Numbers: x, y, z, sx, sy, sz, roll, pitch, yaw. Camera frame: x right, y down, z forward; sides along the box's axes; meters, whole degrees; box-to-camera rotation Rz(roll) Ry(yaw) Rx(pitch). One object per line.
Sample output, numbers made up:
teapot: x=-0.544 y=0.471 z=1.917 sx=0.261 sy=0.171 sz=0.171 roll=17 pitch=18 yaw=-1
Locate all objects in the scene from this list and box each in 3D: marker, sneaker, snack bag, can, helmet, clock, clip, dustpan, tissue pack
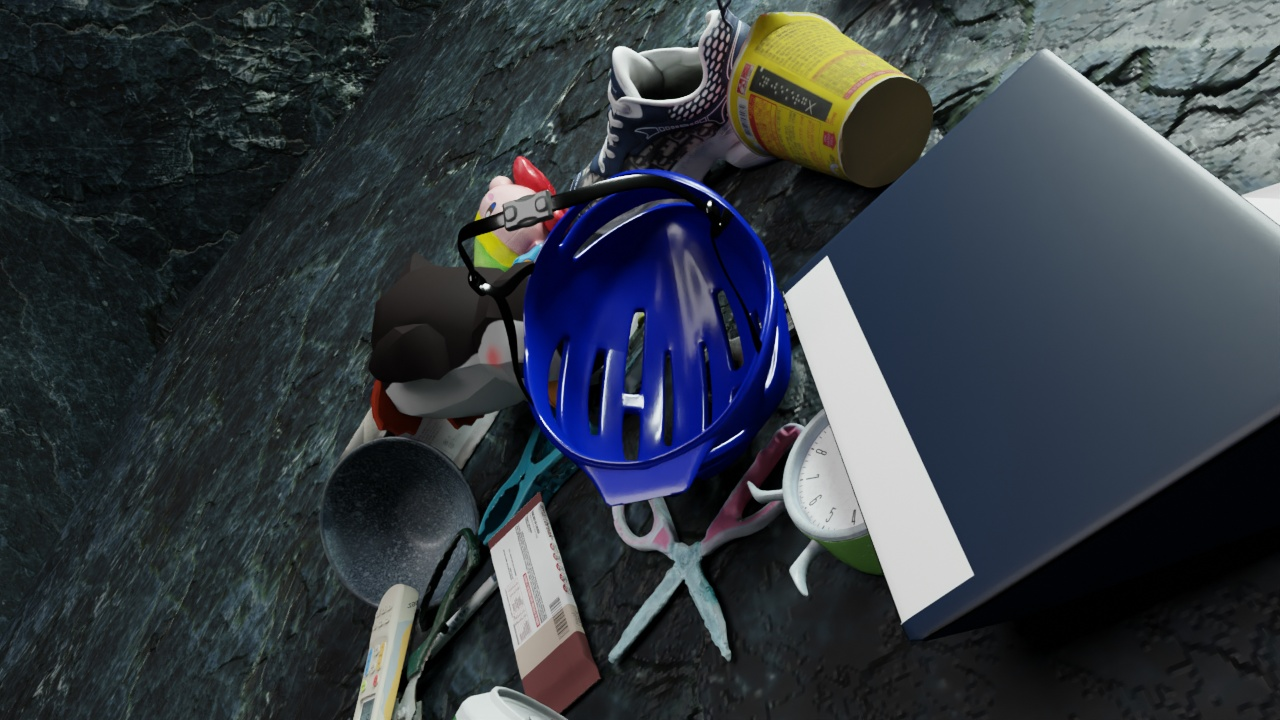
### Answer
marker: x=-0.131 y=0.186 z=0.659 sx=0.152 sy=0.011 sz=0.011 roll=-47 pitch=30 yaw=9
sneaker: x=0.013 y=-0.195 z=0.737 sx=0.270 sy=0.132 sz=0.103 roll=-23 pitch=43 yaw=44
snack bag: x=-0.065 y=0.154 z=0.585 sx=0.057 sy=0.013 sz=0.157 roll=-44 pitch=38 yaw=12
can: x=-0.080 y=0.241 z=0.449 sx=0.088 sy=0.087 sz=0.139 roll=12 pitch=69 yaw=58
helmet: x=-0.007 y=-0.043 z=0.492 sx=0.148 sy=0.228 sz=0.241 roll=-14 pitch=51 yaw=16
clock: x=0.114 y=0.050 z=0.423 sx=0.119 sy=0.042 sz=0.094 roll=-44 pitch=31 yaw=16
clip: x=-0.074 y=0.090 z=0.669 sx=0.116 sy=0.026 sz=0.097 roll=-57 pitch=27 yaw=-7
dustpan: x=0.204 y=-0.037 z=0.368 sx=0.274 sy=0.080 sz=0.235 roll=-44 pitch=29 yaw=24
tissue pack: x=-0.180 y=0.044 z=0.799 sx=0.071 sy=0.104 sz=0.181 roll=18 pitch=75 yaw=43

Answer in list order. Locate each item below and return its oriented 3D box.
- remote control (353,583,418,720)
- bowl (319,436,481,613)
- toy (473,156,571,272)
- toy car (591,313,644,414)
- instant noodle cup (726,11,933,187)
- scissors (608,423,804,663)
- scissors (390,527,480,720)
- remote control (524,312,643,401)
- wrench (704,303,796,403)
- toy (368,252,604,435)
remote control: x=-0.182 y=0.220 z=0.647 sx=0.038 sy=0.018 sz=0.125 roll=-35 pitch=39 yaw=41
bowl: x=-0.178 y=0.125 z=0.724 sx=0.137 sy=0.137 sz=0.057 roll=-46 pitch=-10 yaw=12
toy: x=-0.128 y=-0.121 z=0.942 sx=0.131 sy=0.096 sz=0.124 roll=-40 pitch=70 yaw=8
toy car: x=-0.004 y=0.004 z=0.653 sx=0.090 sy=0.027 sz=0.038 roll=-55 pitch=19 yaw=15
instant noodle cup: x=0.126 y=-0.161 z=0.593 sx=0.100 sy=0.100 sz=0.112 roll=-49 pitch=40 yaw=7
scissors: x=0.029 y=0.097 z=0.527 sx=0.170 sy=0.013 sz=0.177 roll=-54 pitch=31 yaw=2
scissors: x=-0.129 y=0.216 z=0.605 sx=0.206 sy=0.015 sz=0.201 roll=5 pitch=70 yaw=53
remote control: x=-0.052 y=-0.010 z=0.747 sx=0.151 sy=0.019 sz=0.074 roll=-16 pitch=46 yaw=47
wrench: x=0.134 y=-0.059 z=0.544 sx=0.274 sy=0.010 sz=0.070 roll=-38 pitch=32 yaw=25
toy: x=-0.098 y=-0.027 z=0.671 sx=0.184 sy=0.158 sz=0.140 roll=-10 pitch=86 yaw=33
